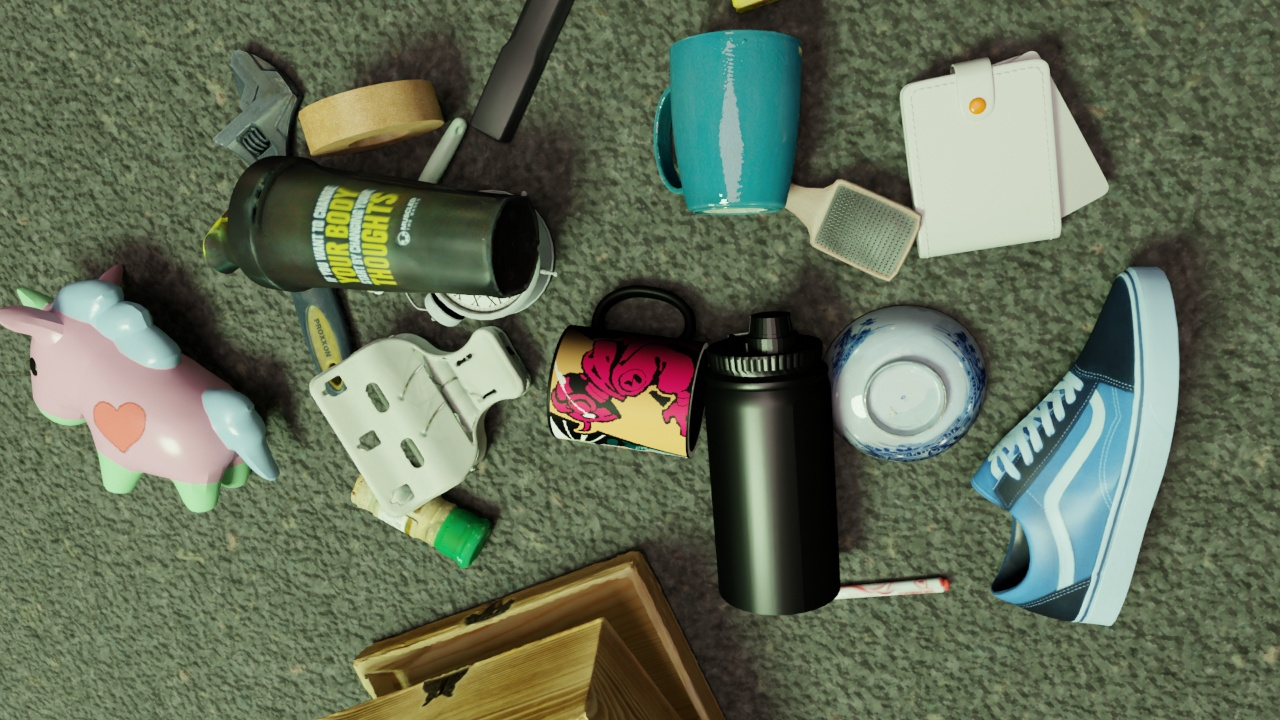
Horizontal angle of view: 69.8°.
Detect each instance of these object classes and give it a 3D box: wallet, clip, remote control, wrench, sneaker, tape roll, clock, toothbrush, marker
[{"bbox_3d":[0.229,-0.131,0.578,0.115,0.037,0.118,-8,105,15],"label":"wallet"},{"bbox_3d":[-0.157,0.030,0.708,0.152,0.101,0.126,-32,96,-11],"label":"clip"},{"bbox_3d":[-0.079,-0.220,0.640,0.032,0.015,0.137,30,108,5],"label":"remote control"},{"bbox_3d":[-0.267,-0.101,0.710,0.073,0.022,0.273,-13,99,9],"label":"wrench"},{"bbox_3d":[0.272,0.058,0.591,0.098,0.083,0.241,7,107,11],"label":"sneaker"},{"bbox_3d":[-0.186,-0.167,0.637,0.094,0.093,0.027,-13,100,16],"label":"tape roll"},{"bbox_3d":[-0.123,-0.073,0.676,0.123,0.035,0.094,-19,98,16],"label":"clock"},{"bbox_3d":[-0.170,-0.114,0.687,0.022,0.015,0.155,23,112,-30],"label":"toothbrush"},{"bbox_3d":[0.155,0.171,0.681,0.142,0.012,0.013,-9,101,15],"label":"marker"}]

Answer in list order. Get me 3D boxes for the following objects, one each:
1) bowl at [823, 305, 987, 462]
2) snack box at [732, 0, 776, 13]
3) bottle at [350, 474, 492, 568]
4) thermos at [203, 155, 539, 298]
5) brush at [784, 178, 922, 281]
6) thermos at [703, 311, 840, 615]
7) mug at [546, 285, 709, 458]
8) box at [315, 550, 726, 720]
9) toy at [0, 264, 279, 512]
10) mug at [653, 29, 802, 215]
[{"bbox_3d":[0.178,0.022,0.622,0.114,0.045,0.114,3,104,13],"label":"bowl"},{"bbox_3d":[0.062,-0.301,0.580,0.040,0.028,0.148,-13,100,16],"label":"snack box"},{"bbox_3d":[-0.175,0.123,0.732,0.111,0.043,0.043,27,108,7],"label":"bottle"},{"bbox_3d":[-0.182,-0.088,0.626,0.221,0.098,0.098,7,105,19],"label":"thermos"},{"bbox_3d":[0.115,-0.101,0.609,0.136,0.015,0.050,29,119,18],"label":"brush"},{"bbox_3d":[0.090,0.064,0.632,0.086,0.086,0.199,-2,103,14],"label":"thermos"},{"bbox_3d":[-0.004,0.004,0.650,0.098,0.082,0.118,8,77,11],"label":"mug"},{"bbox_3d":[-0.077,0.325,0.711,0.280,0.191,0.251,-25,111,17],"label":"box"},{"bbox_3d":[-0.390,0.024,0.729,0.222,0.119,0.171,12,115,11],"label":"toy"},{"bbox_3d":[0.051,-0.147,0.594,0.112,0.084,0.104,3,97,49],"label":"mug"}]
